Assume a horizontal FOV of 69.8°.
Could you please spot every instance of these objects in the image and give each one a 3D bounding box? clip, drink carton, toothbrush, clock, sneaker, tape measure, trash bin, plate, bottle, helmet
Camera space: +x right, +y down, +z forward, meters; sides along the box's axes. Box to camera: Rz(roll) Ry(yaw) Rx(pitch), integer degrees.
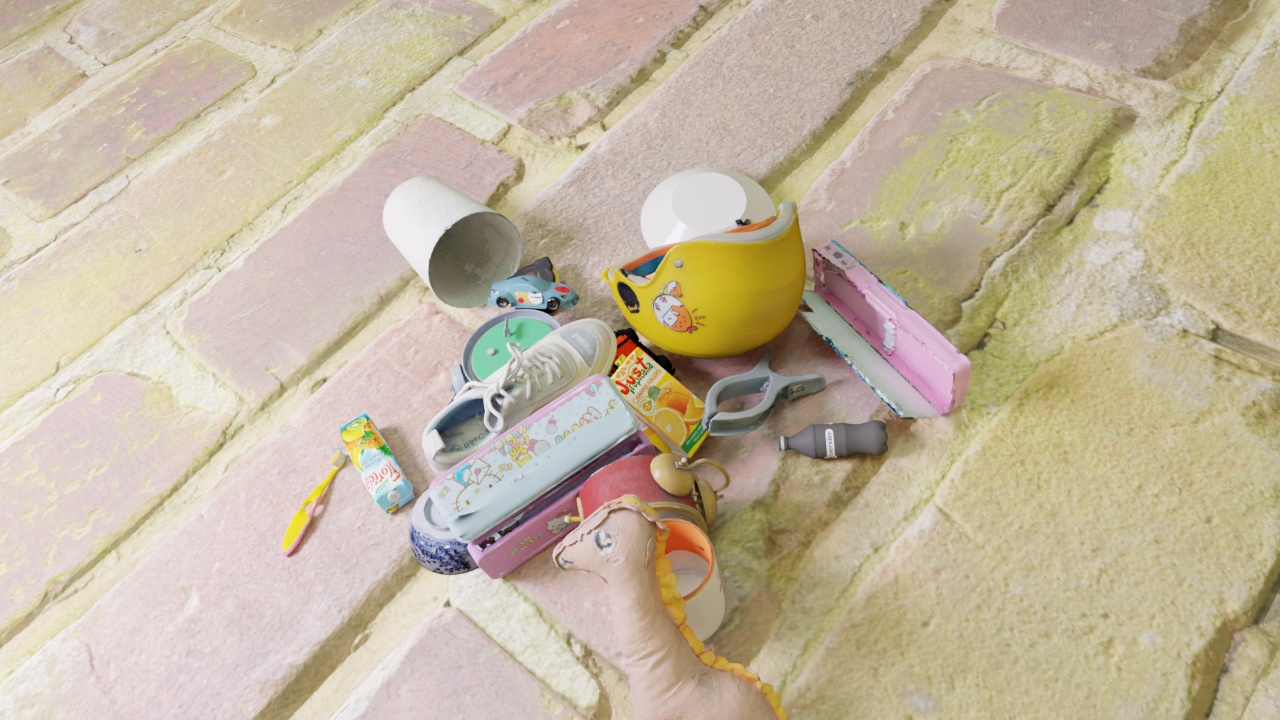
[{"bbox_3d":[0.116,0.030,0.981,0.162,0.027,0.090,-21,45,-34],"label":"clip"},{"bbox_3d":[-0.298,0.116,1.038,0.044,0.039,0.129,-32,53,-12],"label":"drink carton"},{"bbox_3d":[-0.370,0.159,1.037,0.021,0.016,0.135,12,56,16],"label":"toothbrush"},{"bbox_3d":[-0.155,0.014,1.059,0.122,0.075,0.161,34,66,32],"label":"clock"},{"bbox_3d":[-0.123,0.034,0.959,0.242,0.091,0.089,-37,74,-12],"label":"sneaker"},{"bbox_3d":[-0.132,-0.090,1.159,0.071,0.042,0.072,-25,54,-11],"label":"tape measure"},{"bbox_3d":[0.011,0.137,0.891,0.159,0.117,0.081,-31,46,14],"label":"clock"},{"bbox_3d":[-0.252,-0.162,1.193,0.133,0.133,0.161,-38,49,-16],"label":"trash bin"},{"bbox_3d":[0.016,0.047,0.975,0.122,0.041,0.058,40,65,-2],"label":"drink carton"},{"bbox_3d":[0.086,-0.190,1.164,0.174,0.036,0.173,-2,61,3],"label":"plate"},{"bbox_3d":[0.198,0.082,0.945,0.110,0.036,0.036,-5,52,10],"label":"bottle"},{"bbox_3d":[0.077,-0.073,1.024,0.208,0.139,0.241,-26,10,-35],"label":"helmet"}]

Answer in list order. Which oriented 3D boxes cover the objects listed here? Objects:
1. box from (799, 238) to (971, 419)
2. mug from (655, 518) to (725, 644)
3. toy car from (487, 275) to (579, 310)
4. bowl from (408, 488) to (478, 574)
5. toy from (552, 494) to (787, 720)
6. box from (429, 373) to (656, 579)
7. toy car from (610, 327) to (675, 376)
[{"bbox_3d":[0.241,-0.026,0.988,0.090,0.085,0.230,-29,52,-11],"label":"box"},{"bbox_3d":[0.034,0.206,0.845,0.082,0.105,0.082,-7,52,9],"label":"mug"},{"bbox_3d":[-0.128,-0.084,1.095,0.108,0.027,0.060,3,26,8],"label":"toy car"},{"bbox_3d":[-0.198,0.165,0.971,0.114,0.045,0.114,-7,51,8],"label":"bowl"},{"bbox_3d":[0.043,0.229,0.760,0.196,0.264,0.065,-12,11,-2],"label":"toy"},{"bbox_3d":[-0.090,0.120,0.918,0.214,0.140,0.062,-34,25,-9],"label":"box"},{"bbox_3d":[-0.006,0.006,1.047,0.051,0.049,0.100,-38,54,-17],"label":"toy car"}]
